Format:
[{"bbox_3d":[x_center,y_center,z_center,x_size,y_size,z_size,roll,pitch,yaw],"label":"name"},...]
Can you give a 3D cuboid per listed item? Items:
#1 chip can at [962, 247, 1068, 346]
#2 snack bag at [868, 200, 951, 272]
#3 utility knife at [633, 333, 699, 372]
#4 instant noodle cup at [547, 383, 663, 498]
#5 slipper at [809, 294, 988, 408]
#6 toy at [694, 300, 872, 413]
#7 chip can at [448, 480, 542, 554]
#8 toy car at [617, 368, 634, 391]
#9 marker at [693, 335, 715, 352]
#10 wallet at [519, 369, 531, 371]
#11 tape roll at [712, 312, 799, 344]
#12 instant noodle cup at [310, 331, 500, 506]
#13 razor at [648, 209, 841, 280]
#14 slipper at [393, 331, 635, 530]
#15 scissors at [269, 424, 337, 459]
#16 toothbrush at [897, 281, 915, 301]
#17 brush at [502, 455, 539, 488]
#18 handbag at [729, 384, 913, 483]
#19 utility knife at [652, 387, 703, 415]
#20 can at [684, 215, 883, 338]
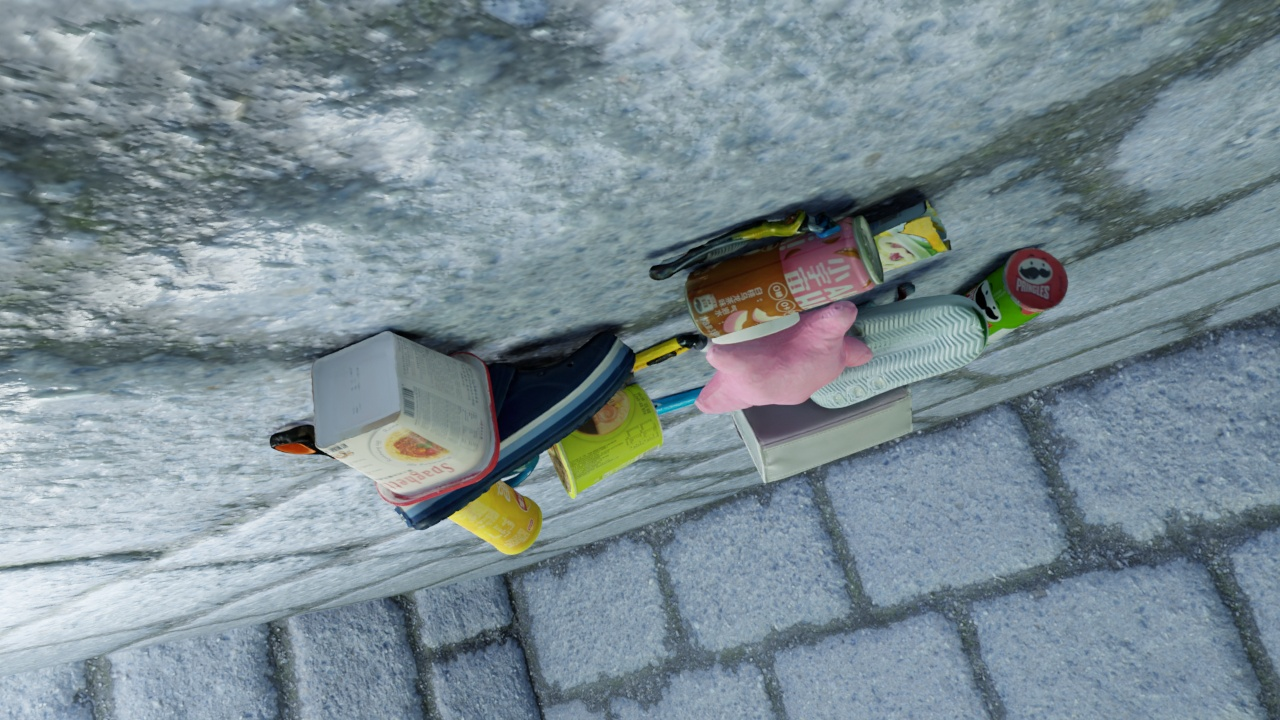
[{"bbox_3d":[0.409,-0.055,1.085,0.072,0.072,0.236,-14,166,-10],"label":"chip can"},{"bbox_3d":[0.161,-0.081,0.783,0.191,0.039,0.110,-19,172,25],"label":"snack bag"},{"bbox_3d":[-0.006,0.006,0.962,0.157,0.015,0.033,-24,162,27],"label":"utility knife"},{"bbox_3d":[-0.043,0.084,1.059,0.123,0.111,0.112,-22,168,-14],"label":"instant noodle cup"},{"bbox_3d":[0.267,-0.020,1.010,0.246,0.104,0.074,-19,-163,45],"label":"slipper"},{"bbox_3d":[0.146,0.009,0.968,0.195,0.074,0.178,-21,150,9],"label":"toy"},{"bbox_3d":[-0.195,0.151,1.032,0.072,0.072,0.213,-21,143,18],"label":"chip can"},{"bbox_3d":[-0.063,0.031,0.940,0.123,0.037,0.056,-26,172,19],"label":"toy car"},{"bbox_3d":[0.105,-0.020,0.989,0.130,0.018,0.023,-4,170,-42],"label":"marker"},{"bbox_3d":[-0.143,0.039,0.919,0.087,0.024,0.115,-4,159,-46],"label":"wallet"},{"bbox_3d":[0.108,-0.035,0.874,0.086,0.014,0.085,-16,-170,3],"label":"tape roll"},{"bbox_3d":[-0.187,0.041,0.724,0.116,0.116,0.124,-20,153,14],"label":"instant noodle cup"},{"bbox_3d":[0.073,-0.088,0.681,0.143,0.022,0.042,-17,-159,4],"label":"razor"},{"bbox_3d":[-0.121,0.051,0.830,0.252,0.095,0.105,-38,-174,-10],"label":"slipper"},{"bbox_3d":[-0.322,0.090,0.941,0.152,0.021,0.235,1,165,-31],"label":"scissors"},{"bbox_3d":[0.303,-0.061,1.062,0.017,0.016,0.187,-28,164,6],"label":"toothbrush"},{"bbox_3d":[-0.191,0.134,1.112,0.144,0.073,0.055,-15,-151,-1],"label":"brush"},{"bbox_3d":[0.218,0.056,1.148,0.197,0.144,0.098,-18,134,-2],"label":"handbag"},{"bbox_3d":[0.106,0.038,1.216,0.225,0.018,0.034,-16,166,-6],"label":"utility knife"},{"bbox_3d":[0.110,-0.064,0.718,0.148,0.058,0.057,-18,167,25],"label":"can"}]
